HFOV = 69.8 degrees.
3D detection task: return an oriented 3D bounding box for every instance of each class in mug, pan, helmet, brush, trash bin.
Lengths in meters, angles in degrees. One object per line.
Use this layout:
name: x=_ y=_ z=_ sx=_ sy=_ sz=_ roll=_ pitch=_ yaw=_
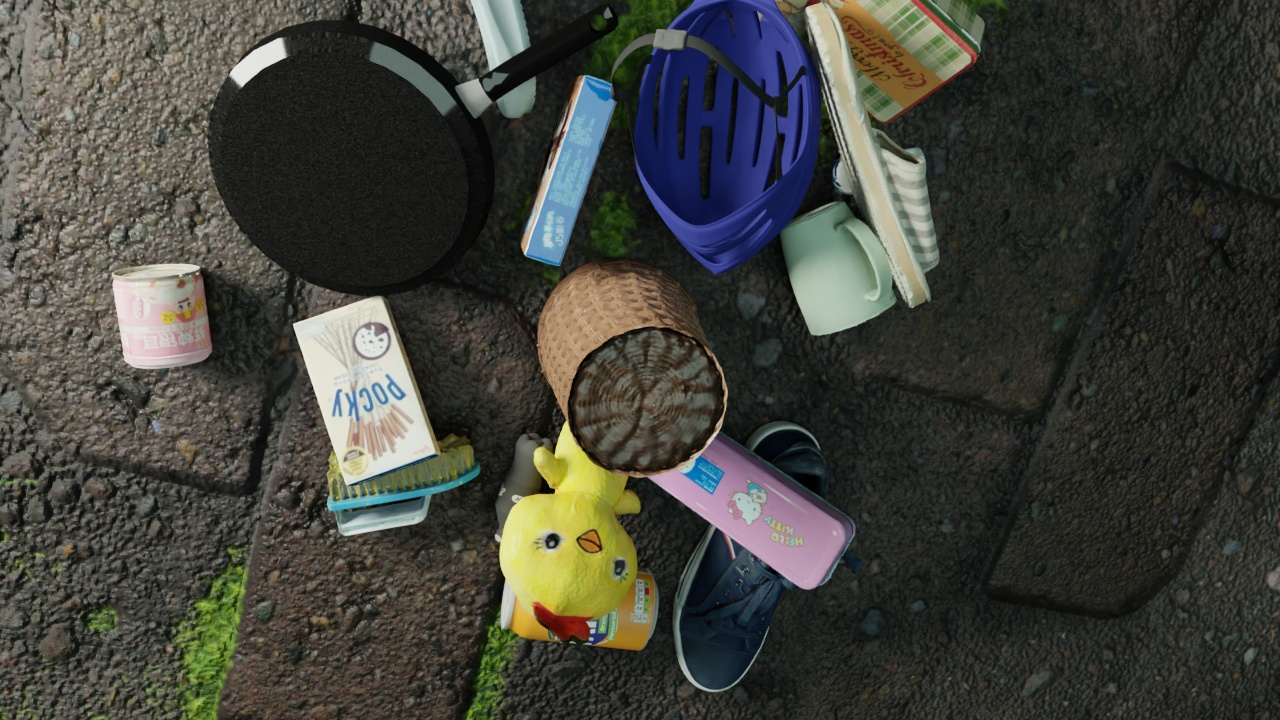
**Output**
mug: x=0.181 y=-0.086 z=0.821 sx=0.084 sy=0.111 sz=0.104 roll=-27 pitch=100 yaw=-19
pan: x=-0.174 y=-0.179 z=0.717 sx=0.357 sy=0.034 sz=0.225 roll=-24 pitch=119 yaw=17
helmet: x=0.055 y=-0.180 z=0.717 sx=0.148 sy=0.227 sz=0.242 roll=11 pitch=106 yaw=20
brush: x=-0.214 y=0.113 z=0.842 sx=0.136 sy=0.055 sz=0.075 roll=-9 pitch=117 yaw=-7
trash bin: x=-0.005 y=0.005 z=0.764 sx=0.151 sy=0.210 sz=0.151 roll=-3 pitch=107 yaw=-10

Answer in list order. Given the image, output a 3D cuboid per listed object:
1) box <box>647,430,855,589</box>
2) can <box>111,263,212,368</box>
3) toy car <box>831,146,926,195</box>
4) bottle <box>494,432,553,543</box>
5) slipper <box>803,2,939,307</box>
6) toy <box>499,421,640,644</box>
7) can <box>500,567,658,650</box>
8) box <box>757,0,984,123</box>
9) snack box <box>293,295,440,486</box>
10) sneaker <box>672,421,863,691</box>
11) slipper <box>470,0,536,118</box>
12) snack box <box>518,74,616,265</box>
box: x=0.092 y=0.122 z=0.843 sx=0.214 sy=0.036 sz=0.076 roll=33 pitch=107 yaw=23
can: x=-0.395 y=-0.037 z=0.760 sx=0.067 sy=0.067 sz=0.076 roll=-3 pitch=106 yaw=-9
toy car: x=0.222 y=-0.174 z=0.846 sx=0.089 sy=0.027 sz=0.039 roll=-8 pitch=109 yaw=-7
bottle: x=-0.114 y=0.123 z=0.871 sx=0.036 sy=0.036 sz=0.110 roll=18 pitch=102 yaw=-14
slipper: x=0.198 y=-0.169 z=0.768 sx=0.054 sy=0.114 sz=0.273 roll=-25 pitch=115 yaw=6
toy: x=-0.060 y=0.149 z=0.825 sx=0.133 sy=0.092 sz=0.207 roll=30 pitch=63 yaw=-26
can: x=-0.059 y=0.234 z=0.890 sx=0.142 sy=0.079 sz=0.079 roll=10 pitch=104 yaw=-12
box: x=0.172 y=-0.293 z=0.756 sx=0.205 sy=0.118 sz=0.050 roll=33 pitch=62 yaw=-19
snack box: x=-0.237 y=0.026 z=0.796 sx=0.082 sy=0.026 sz=0.150 roll=-21 pitch=83 yaw=-5
sneaker: x=0.119 y=0.214 z=0.893 sx=0.120 sy=0.127 sz=0.295 roll=15 pitch=105 yaw=-13
slipper: x=-0.140 y=-0.307 z=0.708 sx=0.074 sy=0.104 sz=0.245 roll=-18 pitch=113 yaw=-8
snack box: x=-0.062 y=-0.161 z=0.769 sx=0.034 sy=0.087 sz=0.151 roll=17 pitch=102 yaw=-15
